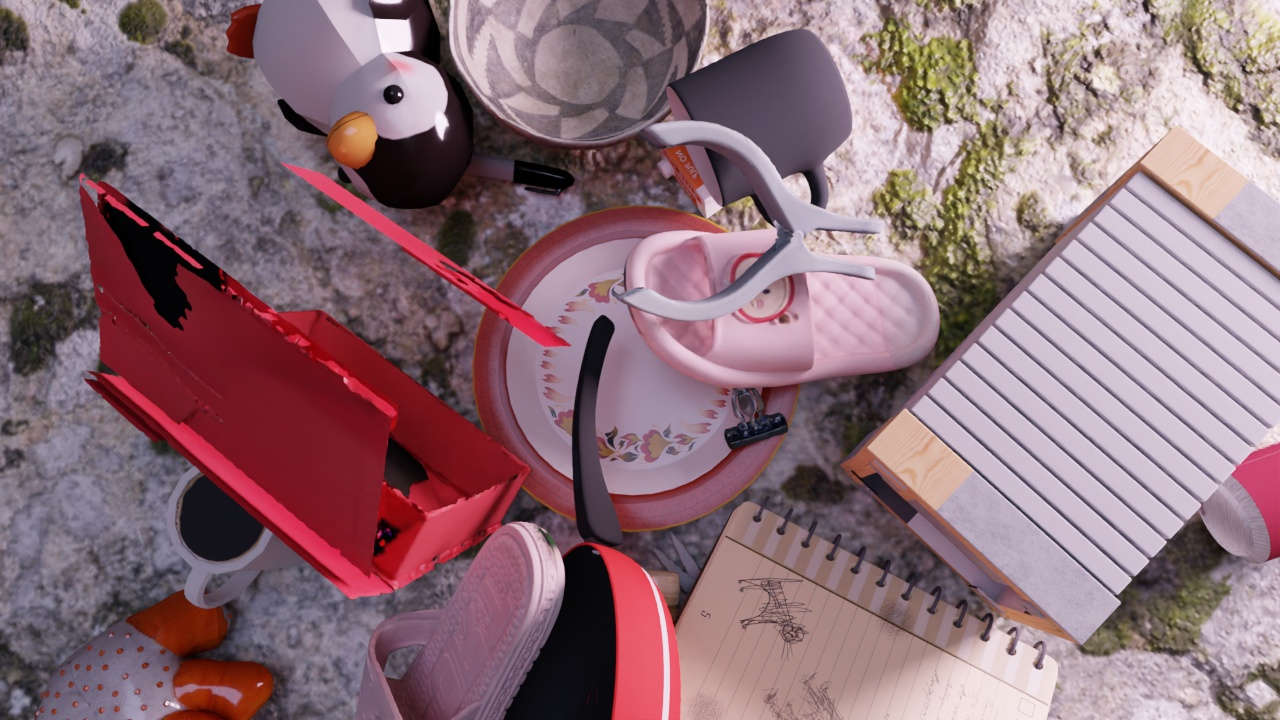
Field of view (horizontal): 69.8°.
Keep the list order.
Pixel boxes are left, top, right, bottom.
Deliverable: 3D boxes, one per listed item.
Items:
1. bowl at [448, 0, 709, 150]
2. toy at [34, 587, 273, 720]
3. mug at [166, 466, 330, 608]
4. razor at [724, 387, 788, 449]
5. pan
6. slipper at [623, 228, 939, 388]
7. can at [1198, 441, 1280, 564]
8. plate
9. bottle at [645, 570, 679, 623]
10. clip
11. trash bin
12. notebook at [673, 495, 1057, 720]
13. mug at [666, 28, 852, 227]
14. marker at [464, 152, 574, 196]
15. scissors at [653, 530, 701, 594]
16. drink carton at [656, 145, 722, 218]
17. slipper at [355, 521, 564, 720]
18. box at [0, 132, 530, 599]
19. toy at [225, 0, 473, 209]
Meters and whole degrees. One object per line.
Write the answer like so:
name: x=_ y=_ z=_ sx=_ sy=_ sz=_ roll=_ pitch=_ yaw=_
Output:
bowl: x=-0.044 y=-0.225 z=0.657 sx=0.178 sy=0.081 sz=0.178 roll=0 pitch=79 yaw=-2
toy: x=-0.319 y=0.259 z=0.611 sx=0.163 sy=0.093 sz=0.172 roll=-41 pitch=66 yaw=-4
mug: x=-0.267 y=0.118 z=0.622 sx=0.073 sy=0.089 sz=0.105 roll=25 pitch=84 yaw=10
razor: x=0.057 y=-0.014 z=0.617 sx=0.043 sy=0.022 sz=0.144 roll=-18 pitch=79 yaw=2
pan: x=-0.029 y=0.144 z=0.552 sx=0.067 sy=0.209 sz=0.355 roll=16 pitch=69 yaw=-17
slipper: x=0.097 y=-0.035 z=0.595 sx=0.221 sy=0.056 sz=0.106 roll=3 pitch=70 yaw=-16
can: x=0.411 y=0.078 z=0.562 sx=0.114 sy=0.063 sz=0.063 roll=-20 pitch=79 yaw=3
plate: x=-0.003 y=0.004 z=0.645 sx=0.230 sy=0.021 sz=0.229 roll=-1 pitch=80 yaw=7
bottle: x=0.007 y=0.220 z=0.588 sx=0.060 sy=0.059 sz=0.166 roll=1 pitch=80 yaw=7
clip: x=0.062 y=-0.104 z=0.539 sx=0.173 sy=0.030 sz=0.159 roll=-11 pitch=100 yaw=-14
trash bin: x=0.264 y=0.020 z=0.549 sx=0.142 sy=0.142 sz=0.247 roll=44 pitch=88 yaw=11
notebook: x=0.131 y=0.195 z=0.561 sx=0.225 sy=0.024 sz=0.167 roll=27 pitch=57 yaw=10
mug: x=0.085 y=-0.141 z=0.593 sx=0.094 sy=0.085 sz=0.122 roll=-25 pitch=107 yaw=2
marker: x=-0.117 y=-0.143 z=0.687 sx=0.139 sy=0.016 sz=0.022 roll=10 pitch=88 yaw=10
scissors: x=0.064 y=0.184 z=0.608 sx=0.149 sy=0.019 sz=0.123 roll=13 pitch=86 yaw=14
drink carton: x=0.074 y=-0.160 z=0.654 sx=0.122 sy=0.040 sz=0.058 roll=-35 pitch=78 yaw=0
slipper: x=-0.128 y=0.196 z=0.554 sx=0.240 sy=0.064 sz=0.094 roll=-57 pitch=41 yaw=19
box: x=-0.204 y=0.033 z=0.512 sx=0.211 sy=0.318 sz=0.121 roll=35 pitch=84 yaw=15
toy: x=-0.179 y=-0.192 z=0.651 sx=0.160 sy=0.139 sz=0.184 roll=-42 pitch=74 yaw=38
